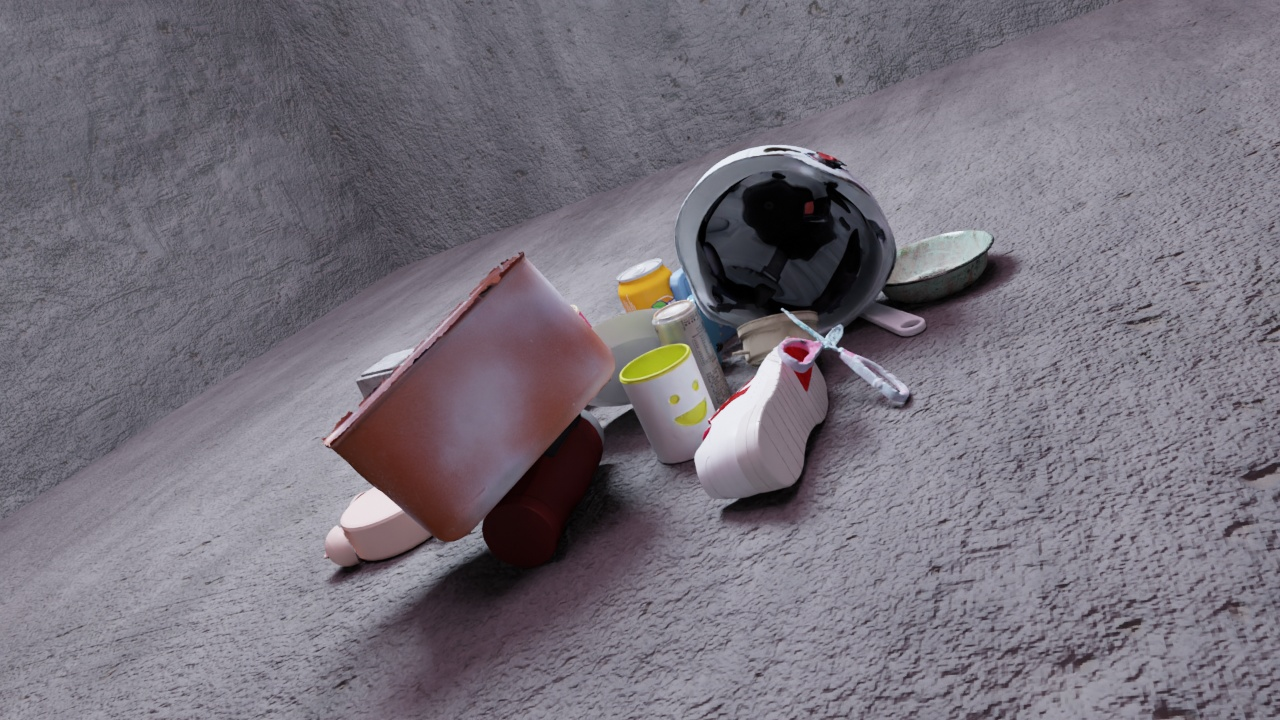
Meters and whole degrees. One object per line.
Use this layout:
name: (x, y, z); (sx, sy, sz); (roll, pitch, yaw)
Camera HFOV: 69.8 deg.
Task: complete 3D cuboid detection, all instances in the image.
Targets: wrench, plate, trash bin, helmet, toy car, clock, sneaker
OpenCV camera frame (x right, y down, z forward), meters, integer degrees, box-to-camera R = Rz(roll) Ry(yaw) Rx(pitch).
wrench: (0.282, -0.067, 1.163); (0.066, 0.018, 0.273); (-26, 18, -7)
plate: (-0.006, 0.006, 1.111); (0.189, 0.189, 0.016); (-22, 55, 5)
trash bin: (-0.169, 0.041, 0.923); (0.259, 0.157, 0.182); (-47, 13, -16)
helmet: (0.169, -0.158, 1.123); (0.237, 0.264, 0.163); (-55, 16, 29)
toy car: (0.077, -0.037, 1.178); (0.028, 0.108, 0.060); (4, 25, 35)
clock: (-0.299, 0.176, 1.108); (0.161, 0.086, 0.131); (-27, 16, 12)
sneaker: (0.113, 0.059, 0.918); (0.104, 0.090, 0.235); (-23, 18, 31)
clock: (0.171, -0.019, 1.056); (0.093, 0.054, 0.140); (-17, -13, 35)

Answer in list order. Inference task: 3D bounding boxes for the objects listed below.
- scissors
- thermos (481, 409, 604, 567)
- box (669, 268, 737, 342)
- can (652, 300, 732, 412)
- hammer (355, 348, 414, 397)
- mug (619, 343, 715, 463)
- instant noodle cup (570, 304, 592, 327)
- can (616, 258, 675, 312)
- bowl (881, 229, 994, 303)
scissors: (0.202, -0.004, 0.931); (0.173, 0.014, 0.170); (29, 24, 14)
thermos: (-0.095, 0.117, 0.967); (0.084, 0.108, 0.198); (17, 28, 4)
box: (0.132, -0.106, 1.288); (0.208, 0.125, 0.021); (-36, 20, -34)
can: (0.061, 0.001, 1.046); (0.054, 0.136, 0.054); (-21, 19, 7)
hammer: (-0.194, 0.059, 1.147); (0.327, 0.177, 0.079); (-11, 21, 32)
mug: (0.035, 0.047, 0.998); (0.082, 0.106, 0.082); (-22, 18, 7)
instant noodle cup: (-0.138, -0.016, 1.309); (0.179, 0.078, 0.178); (-22, 17, 7)
can: (0.025, -0.062, 1.265); (0.079, 0.142, 0.079); (-22, 18, 7)
bowl: (0.365, -0.113, 1.147); (0.157, 0.038, 0.157); (-22, 17, 7)
